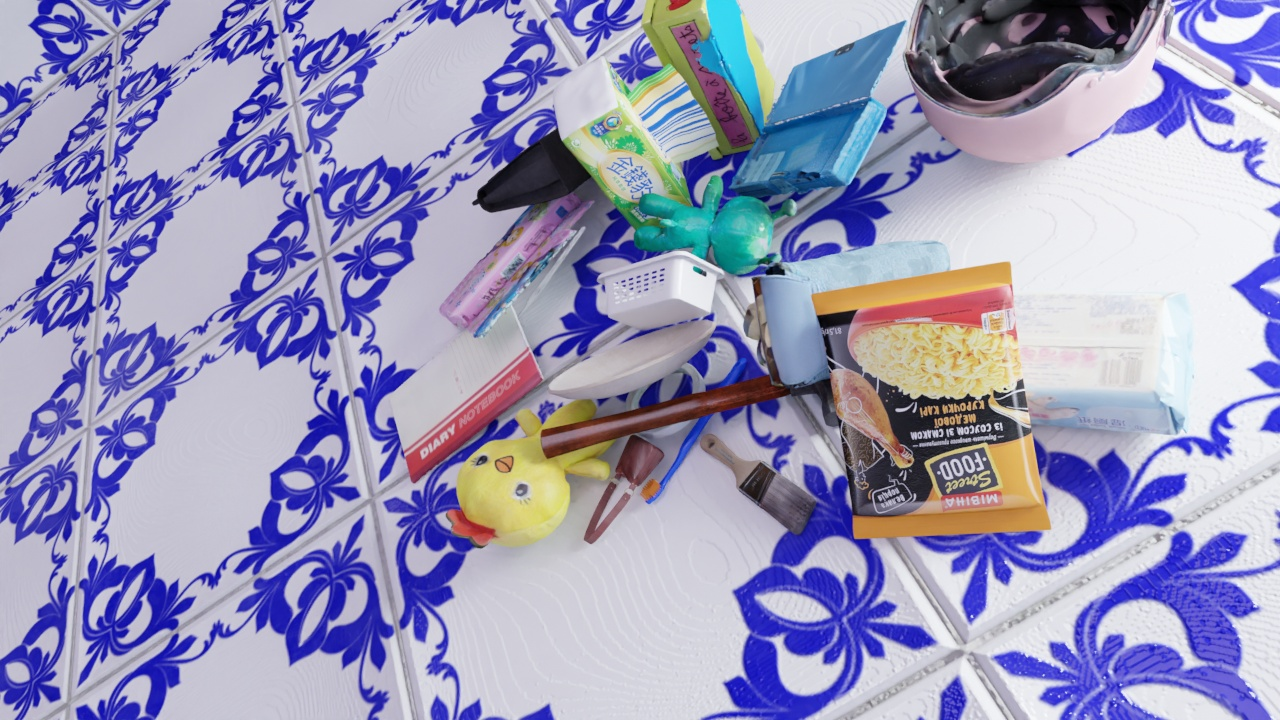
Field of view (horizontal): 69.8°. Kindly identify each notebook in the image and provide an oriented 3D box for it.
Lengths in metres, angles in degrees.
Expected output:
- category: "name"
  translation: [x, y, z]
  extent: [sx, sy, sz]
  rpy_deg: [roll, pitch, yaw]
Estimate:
- category: "notebook"
  translation: [-0.218, 0.034, 1.123]
  extent: [0.209, 0.012, 0.153]
  rpy_deg: [-39, 48, 12]

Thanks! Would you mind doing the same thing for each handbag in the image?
- category: "handbag"
  translation: [-0.023, 0.135, 0.939]
  extent: [0.119, 0.029, 0.055]
  rpy_deg: [-58, 25, -5]
- category: "handbag"
  translation: [0.192, -0.047, 0.857]
  extent: [0.191, 0.122, 0.119]
  rpy_deg: [-15, 6, -10]
- category: "handbag"
  translation: [-0.145, -0.247, 1.208]
  extent: [0.196, 0.072, 0.175]
  rpy_deg: [-18, 21, 34]

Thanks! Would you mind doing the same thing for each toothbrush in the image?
- category: "toothbrush"
  translation: [-0.121, -0.096, 1.122]
  extent: [0.182, 0.010, 0.010]
  rpy_deg: [-51, 44, 23]
- category: "toothbrush"
  translation: [0.056, 0.069, 0.941]
  extent: [0.182, 0.018, 0.016]
  rpy_deg: [-55, 24, -11]

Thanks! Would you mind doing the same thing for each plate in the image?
- category: "plate"
  translation: [-0.006, 0.006, 0.960]
  extent: [0.189, 0.027, 0.188]
  rpy_deg: [-21, 10, 4]

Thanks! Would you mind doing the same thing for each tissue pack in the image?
- category: "tissue pack"
  translation: [0.008, -0.262, 1.074]
  extent: [0.142, 0.197, 0.120]
  rpy_deg: [-26, 56, 17]
- category: "tissue pack"
  translation: [0.360, 0.000, 0.770]
  extent: [0.182, 0.070, 0.111]
  rpy_deg: [3, 62, 35]

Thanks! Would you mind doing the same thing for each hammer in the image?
- category: "hammer"
  translation: [0.046, 0.047, 0.912]
  extent: [0.301, 0.028, 0.111]
  rpy_deg: [-15, 50, 6]

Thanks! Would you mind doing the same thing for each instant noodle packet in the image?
- category: "instant noodle packet"
  translation: [0.240, 0.040, 0.766]
  extent: [0.160, 0.032, 0.221]
  rpy_deg: [-8, 95, 27]

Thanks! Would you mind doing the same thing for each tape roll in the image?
- category: "tape roll"
  translation: [0.025, 0.041, 0.973]
  extent: [0.093, 0.013, 0.092]
  rpy_deg: [-22, 43, 21]

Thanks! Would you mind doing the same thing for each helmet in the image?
- category: "helmet"
  translation: [0.389, -0.297, 0.894]
  extent: [0.230, 0.152, 0.254]
  rpy_deg: [8, 62, 37]

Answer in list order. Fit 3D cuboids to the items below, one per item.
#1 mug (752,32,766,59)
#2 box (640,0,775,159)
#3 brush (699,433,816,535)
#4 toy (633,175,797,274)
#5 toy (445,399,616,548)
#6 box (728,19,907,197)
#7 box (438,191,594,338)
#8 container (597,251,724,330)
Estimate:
- category: "mug"
  translation: [0.111, -0.407, 1.199]
  extent: [0.105, 0.074, 0.089]
  rpy_deg: [-1, 56, 1]
- category: "box"
  translation: [0.084, -0.358, 1.077]
  extent: [0.081, 0.221, 0.124]
  rpy_deg: [-8, 58, 27]
- category: "brush"
  translation: [0.109, 0.113, 0.884]
  extent: [0.039, 0.012, 0.151]
  rpy_deg: [-49, 47, -6]
- category: "toy"
  translation: [0.078, -0.146, 1.026]
  extent: [0.194, 0.072, 0.130]
  rpy_deg: [11, 93, 25]
- category: "toy"
  translation: [-0.111, 0.120, 0.967]
  extent: [0.134, 0.092, 0.207]
  rpy_deg: [32, 70, 35]
- category: "box"
  translation: [0.190, -0.258, 0.983]
  extent: [0.174, 0.033, 0.232]
  rpy_deg: [-62, 20, -3]
- category: "box"
  translation: [-0.155, -0.127, 1.157]
  extent: [0.230, 0.035, 0.159]
  rpy_deg: [-49, 27, -6]
- category: "container"
  translation: [0.021, -0.072, 1.009]
  extent: [0.129, 0.080, 0.049]
  rpy_deg: [-12, 68, 40]
